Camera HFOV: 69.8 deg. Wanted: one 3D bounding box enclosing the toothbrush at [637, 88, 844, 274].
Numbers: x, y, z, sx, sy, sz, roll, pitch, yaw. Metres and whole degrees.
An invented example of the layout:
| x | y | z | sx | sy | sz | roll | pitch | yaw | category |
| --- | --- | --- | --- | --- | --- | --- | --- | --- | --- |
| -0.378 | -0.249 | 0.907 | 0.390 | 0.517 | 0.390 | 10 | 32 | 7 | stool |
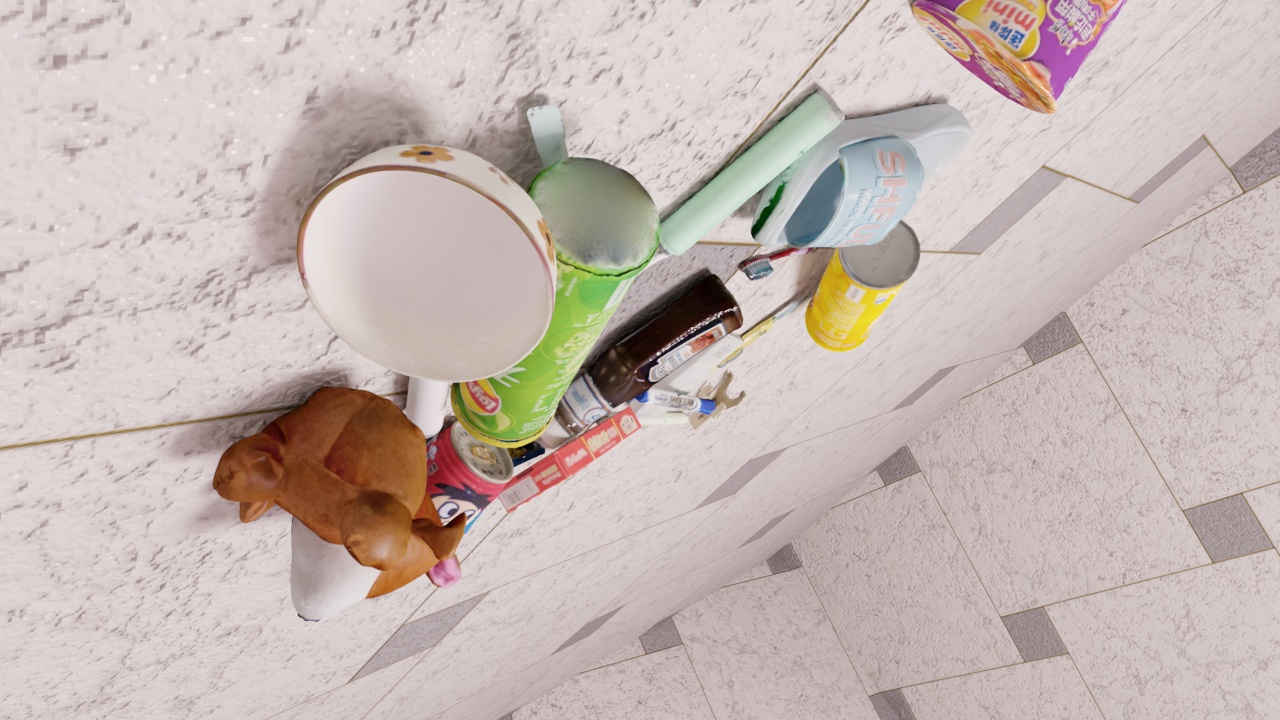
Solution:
| x | y | z | sx | sy | sz | roll | pitch | yaw | category |
| --- | --- | --- | --- | --- | --- | --- | --- | --- | --- |
| 0.042 | -0.100 | 0.620 | 0.225 | 0.026 | 0.027 | -39 | -178 | 10 | toothbrush |

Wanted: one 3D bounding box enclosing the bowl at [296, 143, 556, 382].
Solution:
| x | y | z | sx | sy | sz | roll | pitch | yaw | category |
| --- | --- | --- | --- | --- | --- | --- | --- | --- | --- |
| -0.090 | -0.052 | 0.421 | 0.114 | 0.113 | 0.062 | -51 | -162 | 37 | bowl |

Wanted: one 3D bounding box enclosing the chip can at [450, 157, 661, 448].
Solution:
| x | y | z | sx | sy | sz | roll | pitch | yaw | category |
| --- | --- | --- | --- | --- | --- | --- | --- | --- | --- |
| -0.056 | -0.025 | 0.533 | 0.072 | 0.072 | 0.222 | -23 | 163 | -32 | chip can |

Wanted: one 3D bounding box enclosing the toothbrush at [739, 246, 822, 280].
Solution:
| x | y | z | sx | sy | sz | roll | pitch | yaw | category |
| --- | --- | --- | --- | --- | --- | --- | --- | --- | --- |
| 0.158 | -0.101 | 0.828 | 0.187 | 0.017 | 0.016 | -21 | 156 | -37 | toothbrush |

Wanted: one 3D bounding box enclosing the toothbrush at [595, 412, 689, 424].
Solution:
| x | y | z | sx | sy | sz | roll | pitch | yaw | category |
| --- | --- | --- | --- | --- | --- | --- | --- | --- | --- |
| 0.009 | 0.064 | 0.968 | 0.189 | 0.029 | 0.020 | 3 | 97 | -64 | toothbrush |

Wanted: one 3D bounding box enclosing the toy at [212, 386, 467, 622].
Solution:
| x | y | z | sx | sy | sz | roll | pitch | yaw | category |
| --- | --- | --- | --- | --- | --- | --- | --- | --- | --- |
| -0.181 | 0.103 | 0.583 | 0.130 | 0.140 | 0.200 | -61 | 175 | -21 | toy |

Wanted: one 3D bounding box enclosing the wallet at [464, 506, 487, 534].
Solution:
| x | y | z | sx | sy | sz | roll | pitch | yaw | category |
| --- | --- | --- | --- | --- | --- | --- | --- | --- | --- |
| -0.196 | 0.149 | 0.792 | 0.132 | 0.040 | 0.107 | -21 | 161 | -39 | wallet |

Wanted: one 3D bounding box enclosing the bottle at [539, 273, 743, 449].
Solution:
| x | y | z | sx | sy | sz | roll | pitch | yaw | category |
| --- | --- | --- | --- | --- | --- | --- | --- | --- | --- |
| -0.005 | 0.004 | 0.763 | 0.195 | 0.044 | 0.080 | -35 | 163 | 1 | bottle |

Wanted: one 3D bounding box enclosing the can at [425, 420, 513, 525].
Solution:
| x | y | z | sx | sy | sz | roll | pitch | yaw | category |
| --- | --- | --- | --- | --- | --- | --- | --- | --- | --- |
| -0.149 | 0.096 | 0.696 | 0.094 | 0.066 | 0.066 | -42 | 160 | 17 | can |

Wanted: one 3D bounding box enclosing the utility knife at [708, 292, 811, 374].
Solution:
| x | y | z | sx | sy | sz | roll | pitch | yaw | category |
| --- | --- | --- | --- | --- | --- | --- | --- | --- | --- |
| 0.096 | -0.013 | 0.947 | 0.195 | 0.020 | 0.031 | -41 | 167 | 1 | utility knife |

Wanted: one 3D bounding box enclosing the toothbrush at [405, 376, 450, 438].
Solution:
| x | y | z | sx | sy | sz | roll | pitch | yaw | category |
| --- | --- | --- | --- | --- | --- | --- | --- | --- | --- |
| -0.120 | -0.016 | 0.541 | 0.222 | 0.026 | 0.026 | 116 | -8 | -54 | toothbrush |

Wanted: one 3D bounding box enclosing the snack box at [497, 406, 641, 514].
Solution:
| x | y | z | sx | sy | sz | roll | pitch | yaw | category |
| --- | --- | --- | --- | --- | --- | --- | --- | --- | --- |
| -0.060 | 0.085 | 0.813 | 0.075 | 0.025 | 0.152 | -32 | 178 | 25 | snack box |

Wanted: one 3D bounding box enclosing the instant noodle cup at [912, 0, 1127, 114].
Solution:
| x | y | z | sx | sy | sz | roll | pitch | yaw | category |
| --- | --- | --- | --- | --- | --- | --- | --- | --- | --- |
| 0.242 | -0.222 | 0.559 | 0.099 | 0.111 | 0.111 | -50 | 158 | 15 | instant noodle cup |

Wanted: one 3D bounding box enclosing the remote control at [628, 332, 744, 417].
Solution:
| x | y | z | sx | sy | sz | roll | pitch | yaw | category |
| --- | --- | --- | --- | --- | --- | --- | --- | --- | --- |
| 0.045 | 0.014 | 0.899 | 0.125 | 0.024 | 0.049 | -42 | 158 | 16 | remote control |

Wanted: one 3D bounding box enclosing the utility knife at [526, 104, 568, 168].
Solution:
| x | y | z | sx | sy | sz | roll | pitch | yaw | category |
| --- | --- | --- | --- | --- | --- | --- | --- | --- | --- |
| -0.043 | -0.083 | 0.529 | 0.034 | 0.018 | 0.207 | -32 | 159 | -10 | utility knife |

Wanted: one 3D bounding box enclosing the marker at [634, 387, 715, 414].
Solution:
| x | y | z | sx | sy | sz | roll | pitch | yaw | category |
| --- | --- | --- | --- | --- | --- | --- | --- | --- | --- |
| 0.035 | 0.038 | 0.876 | 0.017 | 0.017 | 0.145 | -42 | 155 | 18 | marker |

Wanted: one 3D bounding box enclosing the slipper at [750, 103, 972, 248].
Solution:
| x | y | z | sx | sy | sz | roll | pitch | yaw | category |
| --- | --- | --- | --- | --- | --- | --- | --- | --- | --- |
| 0.179 | -0.133 | 0.704 | 0.244 | 0.074 | 0.104 | -24 | 159 | -34 | slipper |

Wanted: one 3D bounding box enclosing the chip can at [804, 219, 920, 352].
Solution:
| x | y | z | sx | sy | sz | roll | pitch | yaw | category |
| --- | --- | --- | --- | --- | --- | --- | --- | --- | --- |
| 0.204 | -0.067 | 0.872 | 0.072 | 0.072 | 0.213 | -34 | 167 | -5 | chip can |

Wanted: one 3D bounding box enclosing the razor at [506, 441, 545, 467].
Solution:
| x | y | z | sx | sy | sz | roll | pitch | yaw | category |
| --- | --- | --- | --- | --- | --- | --- | --- | --- | --- |
| -0.106 | 0.058 | 0.749 | 0.042 | 0.022 | 0.143 | -26 | 161 | -11 | razor |

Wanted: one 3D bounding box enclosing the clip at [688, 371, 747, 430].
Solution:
| x | y | z | sx | sy | sz | roll | pitch | yaw | category |
| --- | --- | --- | --- | --- | --- | --- | --- | --- | --- |
| 0.075 | 0.054 | 1.038 | 0.080 | 0.034 | 0.105 | -25 | 166 | -37 | clip |
